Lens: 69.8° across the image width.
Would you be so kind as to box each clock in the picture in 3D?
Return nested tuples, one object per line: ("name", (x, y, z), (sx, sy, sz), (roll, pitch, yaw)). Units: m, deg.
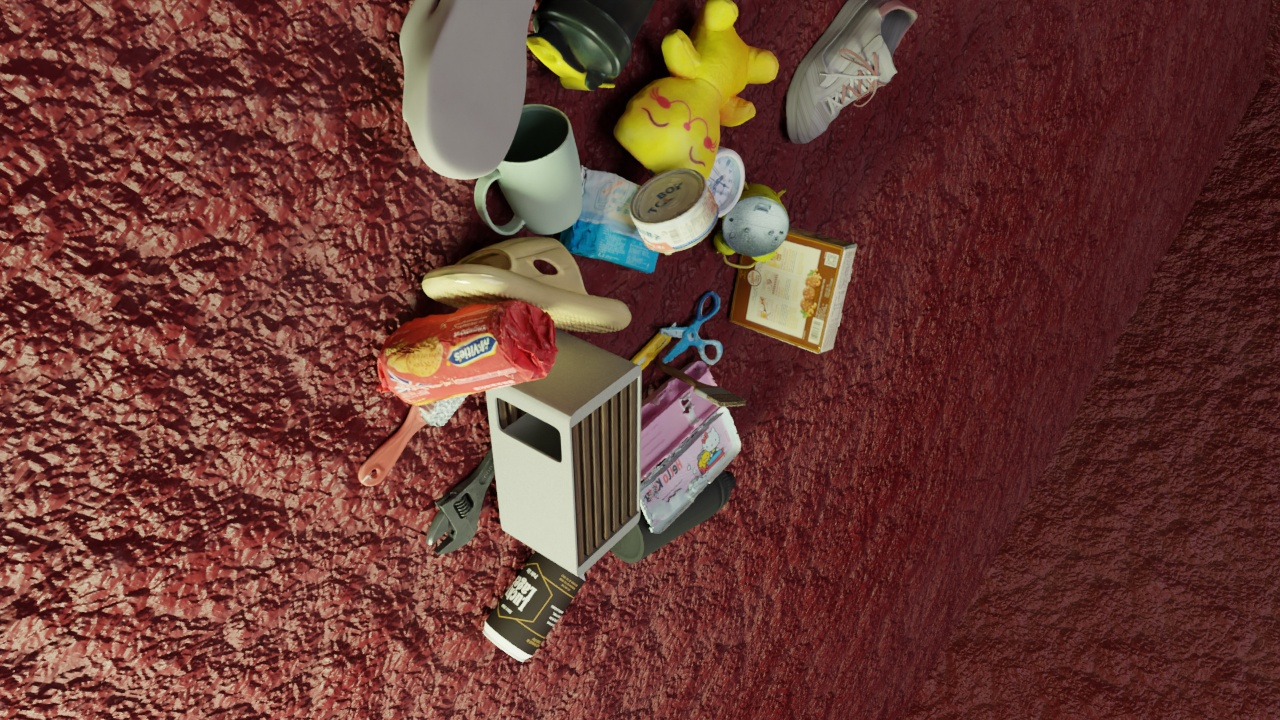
("clock", (0.070, -0.217, 1.073), (0.125, 0.052, 0.089), (23, 94, -49))
("clock", (0.138, -0.165, 1.152), (0.083, 0.057, 0.119), (11, 124, -8))

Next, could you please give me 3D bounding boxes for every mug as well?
("mug", (-0.108, -0.168, 0.873), (0.111, 0.084, 0.104), (-40, 147, -19))

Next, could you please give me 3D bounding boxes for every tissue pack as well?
("tissue pack", (-0.028, -0.150, 0.988), (0.144, 0.062, 0.093), (7, 100, -53))

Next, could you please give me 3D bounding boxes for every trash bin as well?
("trash bin", (-0.080, 0.101, 1.006), (0.114, 0.114, 0.229), (-37, 139, -40))

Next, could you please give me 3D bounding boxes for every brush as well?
("brush", (-0.217, 0.059, 0.920), (0.172, 0.030, 0.041), (-53, 140, -13))
("brush", (0.066, 0.027, 1.131), (0.045, 0.143, 0.008), (-1, 110, -40))

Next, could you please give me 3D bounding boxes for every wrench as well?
("wrench", (-0.153, 0.096, 1.024), (0.273, 0.018, 0.073), (-58, 142, -10))

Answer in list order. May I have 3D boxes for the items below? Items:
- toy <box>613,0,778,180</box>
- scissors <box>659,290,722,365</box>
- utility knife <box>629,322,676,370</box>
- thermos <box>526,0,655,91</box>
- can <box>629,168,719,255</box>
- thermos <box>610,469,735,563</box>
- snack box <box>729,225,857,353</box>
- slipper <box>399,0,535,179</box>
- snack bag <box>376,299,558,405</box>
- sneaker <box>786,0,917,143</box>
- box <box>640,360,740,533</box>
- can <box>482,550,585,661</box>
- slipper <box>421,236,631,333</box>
("toy", (0.051, -0.284, 0.982), (0.134, 0.087, 0.193), (35, 82, -34))
("scissors", (0.067, -0.044, 1.185), (0.139, 0.013, 0.118), (7, 92, -47))
("utility knife", (-0.007, 0.007, 1.142), (0.158, 0.017, 0.030), (-48, 148, -24))
("thermos", (-0.019, -0.357, 0.859), (0.220, 0.098, 0.098), (-61, 142, -11))
("can", (0.034, -0.154, 0.940), (0.086, 0.086, 0.043), (-49, 136, -18))
("thermos", (0.044, 0.193, 1.246), (0.198, 0.086, 0.086), (-23, 126, -40))
("snack box", (0.196, -0.100, 1.204), (0.041, 0.147, 0.143), (-18, 122, -49))
("slipper", (-0.152, -0.279, 0.775), (0.112, 0.081, 0.265), (20, 78, -57))
("snack bag", (-0.159, -0.009, 0.843), (0.082, 0.177, 0.082), (42, 42, -53))
("sneaker", (0.278, -0.376, 1.184), (0.236, 0.089, 0.099), (-58, 142, -7))
("box", (0.048, 0.109, 1.190), (0.200, 0.037, 0.153), (-39, 114, -36))
("can", (-0.129, 0.294, 1.120), (0.128, 0.072, 0.072), (-54, 141, -12))
("slipper", (-0.107, -0.080, 0.920), (0.261, 0.112, 0.079), (13, 76, -52))
